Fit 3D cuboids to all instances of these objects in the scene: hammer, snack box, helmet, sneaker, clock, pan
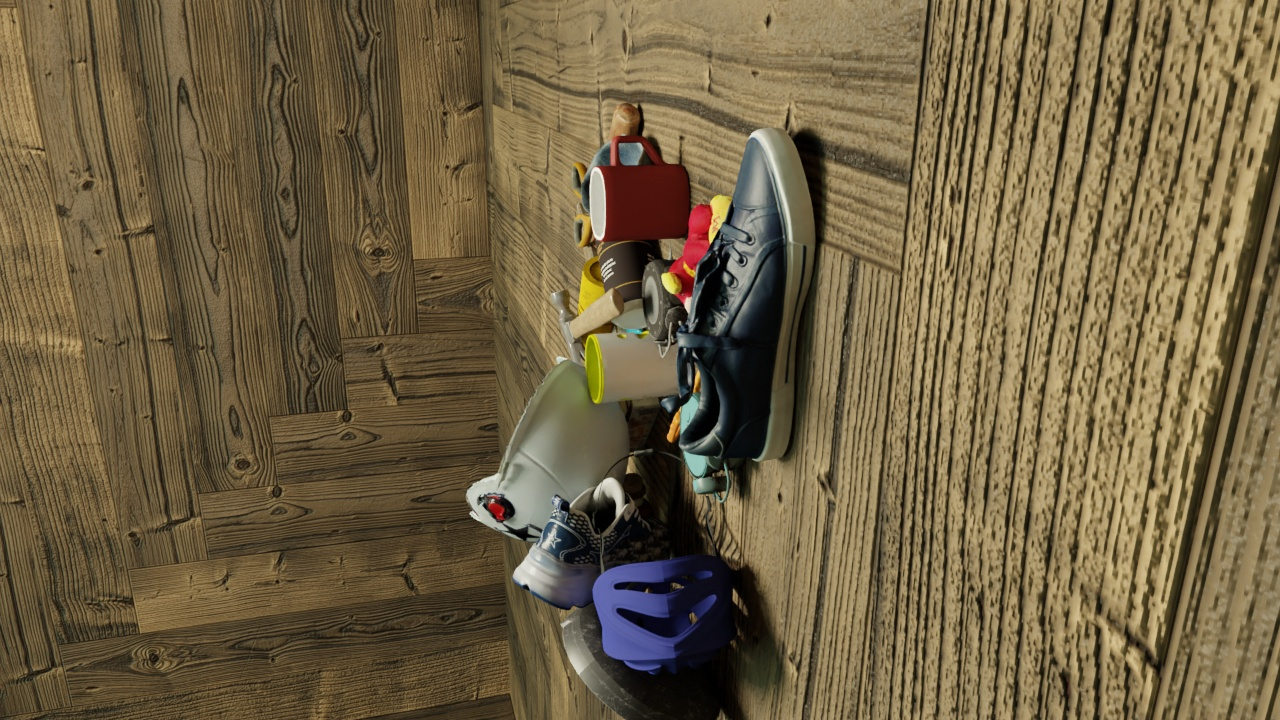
[{"bbox_3d":[-0.043,-0.244,1.295,0.302,0.037,0.157,110,152,-57],"label":"hammer"},{"bbox_3d":[-0.018,0.036,1.277,0.147,0.041,0.143,111,151,-57],"label":"snack box"},{"bbox_3d":[-0.062,-0.055,1.185,0.332,0.030,0.119,161,91,-74],"label":"hammer"},{"bbox_3d":[-0.098,0.129,1.185,0.235,0.163,0.265,-60,-3,-37],"label":"helmet"},{"bbox_3d":[0.070,-0.045,0.769,0.120,0.127,0.295,-123,34,-63],"label":"sneaker"},{"bbox_3d":[0.019,0.210,0.967,0.241,0.148,0.227,115,147,-87],"label":"helmet"},{"bbox_3d":[0.074,0.085,0.923,0.090,0.053,0.124,100,160,-46],"label":"clock"},{"bbox_3d":[0.035,-0.065,1.042,0.091,0.043,0.122,115,147,-62],"label":"clock"},{"bbox_3d":[-0.035,0.202,1.096,0.103,0.268,0.132,22,101,32],"label":"sneaker"},{"bbox_3d":[0.011,0.318,1.104,0.040,0.207,0.356,-57,6,14],"label":"pan"}]

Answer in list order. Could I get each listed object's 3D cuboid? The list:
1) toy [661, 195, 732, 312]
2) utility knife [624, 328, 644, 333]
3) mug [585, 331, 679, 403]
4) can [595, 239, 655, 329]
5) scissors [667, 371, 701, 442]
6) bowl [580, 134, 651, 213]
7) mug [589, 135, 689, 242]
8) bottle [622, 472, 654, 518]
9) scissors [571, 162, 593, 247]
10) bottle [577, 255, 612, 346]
[{"bbox_3d":[0.065,-0.107,0.890,0.138,0.067,0.105,125,142,-56],"label":"toy"},{"bbox_3d":[-0.013,-0.046,1.208,0.158,0.015,0.022,46,144,42],"label":"utility knife"},{"bbox_3d":[-0.007,0.006,1.098,0.083,0.106,0.082,175,91,-75],"label":"mug"},{"bbox_3d":[-0.013,-0.108,1.155,0.072,0.072,0.128,114,148,-62],"label":"can"},{"bbox_3d":[0.063,0.027,1.001,0.133,0.012,0.083,-68,-11,21],"label":"scissors"},{"bbox_3d":[-0.020,-0.221,1.148,0.111,0.055,0.110,-23,57,40],"label":"bowl"},{"bbox_3d":[-0.002,-0.195,1.036,0.080,0.096,0.116,-134,42,-68],"label":"mug"},{"bbox_3d":[-0.015,0.227,1.275,0.067,0.067,0.157,-118,27,-56],"label":"bottle"},{"bbox_3d":[-0.071,-0.228,1.294,0.225,0.016,0.166,172,93,-75],"label":"scissors"},{"bbox_3d":[-0.058,-0.070,1.339,0.164,0.071,0.071,102,158,-47],"label":"bottle"}]
